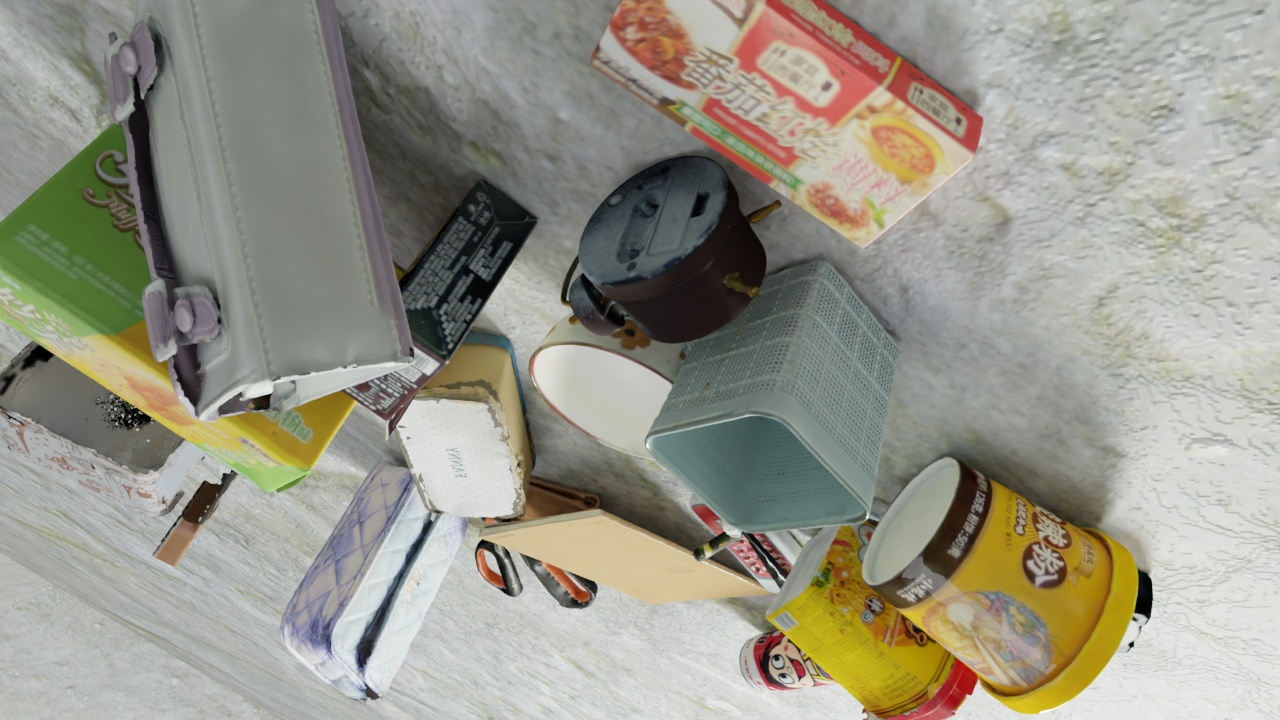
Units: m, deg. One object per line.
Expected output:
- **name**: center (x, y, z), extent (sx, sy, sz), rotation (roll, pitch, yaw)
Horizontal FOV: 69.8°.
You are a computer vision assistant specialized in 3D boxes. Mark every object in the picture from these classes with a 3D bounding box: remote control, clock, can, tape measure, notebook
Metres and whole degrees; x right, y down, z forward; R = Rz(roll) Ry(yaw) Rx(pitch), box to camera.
- **remote control**: center (0.092, 0.143, 0.716), extent (0.056, 0.020, 0.136), rotation (-10, 133, 39)
- **clock**: center (0.007, -0.052, 0.456), extent (0.122, 0.081, 0.055), rotation (-8, 141, 35)
- **can**: center (0.146, 0.262, 0.813), extent (0.053, 0.053, 0.133), rotation (35, 145, -15)
- **tape measure**: center (0.295, 0.161, 0.604), extent (0.066, 0.033, 0.066), rotation (9, 141, 21)
- **notebook**: center (-0.010, 0.170, 0.777), extent (0.150, 0.012, 0.211), rotation (-17, 142, 42)

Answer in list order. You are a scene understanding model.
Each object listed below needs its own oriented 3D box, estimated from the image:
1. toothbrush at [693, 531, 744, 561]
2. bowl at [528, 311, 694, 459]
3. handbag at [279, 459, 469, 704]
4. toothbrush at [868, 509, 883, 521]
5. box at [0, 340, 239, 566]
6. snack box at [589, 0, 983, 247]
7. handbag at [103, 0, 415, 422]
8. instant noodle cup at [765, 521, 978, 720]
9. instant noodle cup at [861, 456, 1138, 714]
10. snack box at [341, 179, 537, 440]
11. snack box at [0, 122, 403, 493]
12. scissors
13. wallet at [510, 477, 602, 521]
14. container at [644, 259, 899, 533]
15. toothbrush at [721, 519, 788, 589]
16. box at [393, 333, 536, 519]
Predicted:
- **toothbrush**: center (0.089, 0.113, 0.650), extent (0.012, 0.017, 0.186), rotation (-7, 156, -35)
- **bowl**: center (-0.003, 0.003, 0.548), extent (0.113, 0.062, 0.114), rotation (20, 151, 12)
- **handbag**: center (-0.232, 0.198, 0.835), extent (0.076, 0.193, 0.134), rotation (11, 144, 18)
- **toothbrush**: center (0.127, 0.091, 0.632), extent (0.180, 0.016, 0.016), rotation (19, 141, 12)
- **box**: center (-0.365, 0.043, 0.728), extent (0.156, 0.182, 0.194), rotation (28, 143, -4)
- **snack box**: center (0.059, -0.114, 0.388), extent (0.153, 0.025, 0.075), rotation (32, 146, -10)
- **handbag**: center (-0.198, -0.076, 0.452), extent (0.145, 0.098, 0.197), rotation (-19, 83, 53)
- **instant noodle cup**: center (0.167, 0.181, 0.651), extent (0.123, 0.116, 0.116), rotation (35, 145, 5)
- **instant noodle cup**: center (0.207, 0.127, 0.548), extent (0.114, 0.118, 0.119), rotation (34, 146, 0)
- **snack box**: center (-0.123, -0.027, 0.538), extent (0.053, 0.113, 0.126), rotation (37, 143, -16)
- **snack box**: center (-0.260, -0.041, 0.564), extent (0.210, 0.157, 0.070), rotation (42, 141, -23)
- **scissors**: center (-0.131, 0.164, 0.851), extent (0.221, 0.021, 0.211), rotation (39, 140, -11)
- **wallet**: center (-0.080, 0.138, 0.819), extent (0.115, 0.020, 0.101), rotation (13, 143, 21)
- **container**: center (0.075, 0.017, 0.478), extent (0.090, 0.111, 0.090), rotation (-16, 129, 45)
- **toothbrush**: center (0.094, 0.151, 0.679), extent (0.016, 0.018, 0.181), rotation (-11, 143, 22)
- **box**: center (-0.131, 0.049, 0.679), extent (0.090, 0.059, 0.185), rotation (4, 140, 2)
